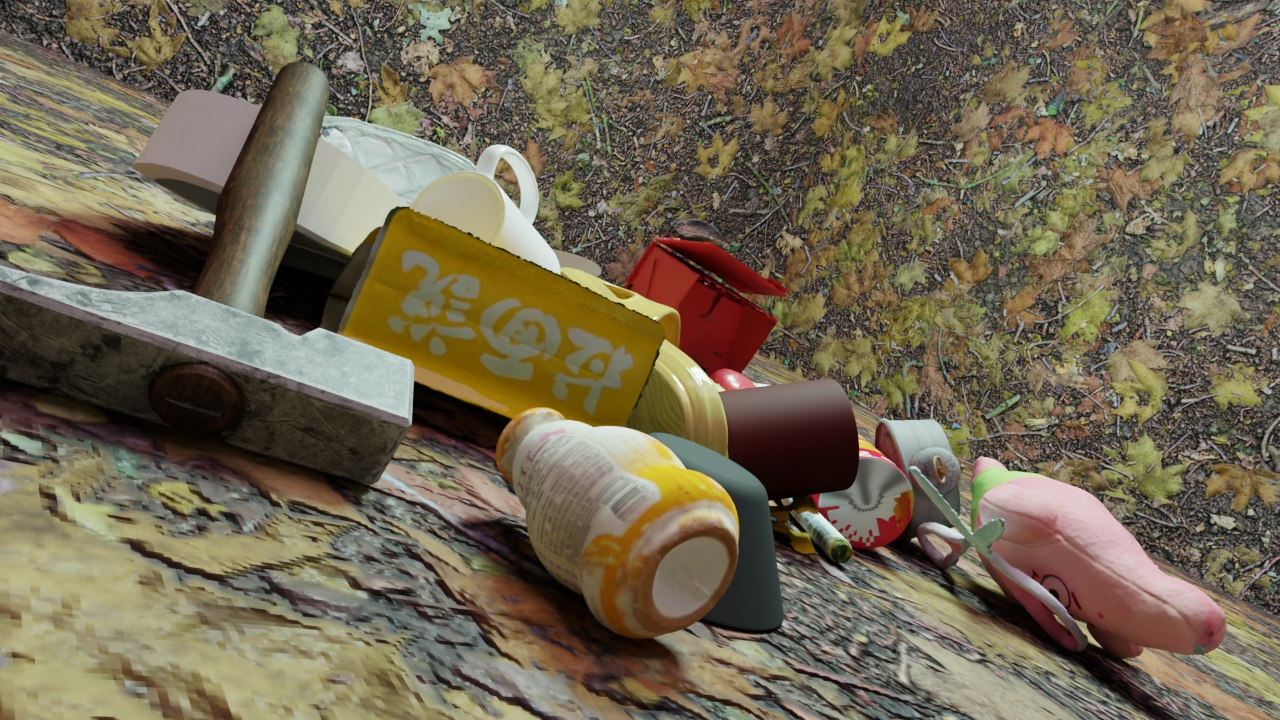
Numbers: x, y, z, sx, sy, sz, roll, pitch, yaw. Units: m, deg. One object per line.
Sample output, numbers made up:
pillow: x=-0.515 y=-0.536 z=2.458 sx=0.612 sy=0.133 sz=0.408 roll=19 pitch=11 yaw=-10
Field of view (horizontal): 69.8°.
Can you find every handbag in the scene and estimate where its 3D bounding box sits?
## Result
handbag: x=-0.205 y=-0.117 z=0.742 sx=0.139 sy=0.072 sz=0.195 roll=16 pitch=-15 yaw=-6

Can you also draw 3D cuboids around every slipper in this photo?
slipper: x=-0.004 y=0.004 z=0.639 sx=0.078 sy=0.100 sz=0.263 roll=-5 pitch=24 yaw=-26

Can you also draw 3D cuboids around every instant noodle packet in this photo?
instant noodle packet: x=-0.109 y=-0.012 z=0.569 sx=0.163 sy=0.084 sz=0.222 roll=22 pitch=-8 yaw=-22

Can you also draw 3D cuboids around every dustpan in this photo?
dustpan: x=-0.238 y=-0.088 z=0.652 sx=0.191 sy=0.053 sz=0.258 roll=21 pitch=-16 yaw=8

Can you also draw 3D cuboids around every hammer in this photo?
hammer: x=-0.206 y=-0.086 z=0.407 sx=0.217 sy=0.037 sz=0.300 roll=22 pitch=29 yaw=-26

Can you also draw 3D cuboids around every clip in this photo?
clip: x=0.093 y=0.100 z=0.585 sx=0.046 sy=0.048 sz=0.054 roll=50 pitch=8 yaw=1

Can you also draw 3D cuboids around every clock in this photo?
clock: x=0.227 y=0.095 z=0.754 sx=0.056 sy=0.104 sz=0.148 roll=-9 pitch=-12 yaw=1

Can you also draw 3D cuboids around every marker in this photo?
marker: x=0.116 y=0.109 z=0.645 sx=0.017 sy=0.017 sz=0.146 roll=24 pitch=6 yaw=-11

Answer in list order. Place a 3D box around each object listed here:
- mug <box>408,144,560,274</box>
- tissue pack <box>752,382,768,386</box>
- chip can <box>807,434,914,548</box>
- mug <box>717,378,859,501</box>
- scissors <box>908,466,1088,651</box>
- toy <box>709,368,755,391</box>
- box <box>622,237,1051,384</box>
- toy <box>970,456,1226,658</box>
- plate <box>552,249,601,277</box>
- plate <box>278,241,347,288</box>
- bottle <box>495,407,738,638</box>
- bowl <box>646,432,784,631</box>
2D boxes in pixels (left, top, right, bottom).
mug: x=-0.099 y=-0.088 z=0.615 sx=0.074 sy=0.110 sz=0.090 roll=11 pitch=-17 yaw=22
tissue pack: x=0.171 y=0.070 z=1.073 sx=0.104 sy=0.071 sz=0.181 roll=10 pitch=3 yaw=4
chip can: x=0.163 y=0.090 z=0.753 sx=0.069 sy=0.069 sz=0.220 roll=25 pitch=6 yaw=0
mug: x=0.085 y=0.059 z=0.604 sx=0.082 sy=0.073 sz=0.106 roll=-6 pitch=-25 yaw=-10
scissors: x=0.241 y=0.140 z=0.661 sx=0.170 sy=0.013 sz=0.176 roll=46 pitch=-11 yaw=-3
toy: x=0.091 y=0.050 z=0.836 sx=0.091 sy=0.045 sz=0.135 roll=62 pitch=24 yaw=10
box: x=0.146 y=-0.020 z=0.784 sx=0.375 sy=0.148 sz=0.212 roll=-1 pitch=-9 yaw=26
toy: x=0.319 y=0.150 z=0.668 sx=0.192 sy=0.097 sz=0.236 roll=44 pitch=0 yaw=-17
plate: x=-0.133 y=-0.090 z=1.045 sx=0.174 sy=0.036 sz=0.174 roll=4 pitch=-9 yaw=0
plate: x=-0.209 y=-0.056 z=0.674 sx=0.178 sy=0.012 sz=0.178 roll=19 pitch=-6 yaw=2
bottle: x=-0.014 y=0.054 z=0.346 sx=0.063 sy=0.063 sz=0.108 roll=19 pitch=9 yaw=-43
bowl: x=0.021 y=0.068 z=0.425 sx=0.124 sy=0.052 sz=0.124 roll=25 pitch=6 yaw=-3
